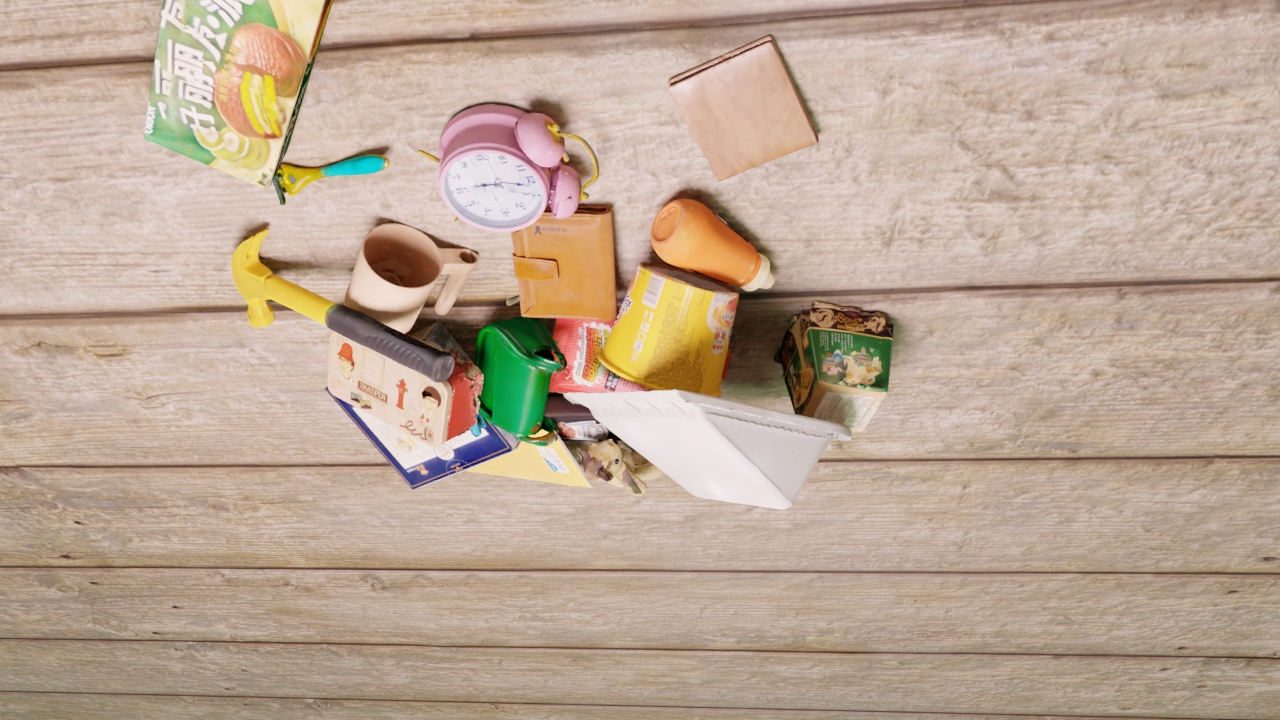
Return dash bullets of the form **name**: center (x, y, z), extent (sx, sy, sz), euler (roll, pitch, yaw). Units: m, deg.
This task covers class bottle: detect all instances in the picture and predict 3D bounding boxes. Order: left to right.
- **bottle**: center (-0.037, 0.077, 1.179), extent (0.195, 0.044, 0.080), euler (1, 149, 2)
- **bottle**: center (0.081, -0.109, 0.932), extent (0.149, 0.066, 0.067), euler (24, 137, -34)

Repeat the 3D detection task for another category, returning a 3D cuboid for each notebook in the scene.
- **notebook**: center (-0.179, 0.120, 1.227), extent (0.207, 0.010, 0.146), euler (3, 143, 27)

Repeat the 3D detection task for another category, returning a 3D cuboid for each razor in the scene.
- **razor**: center (-0.301, -0.184, 0.895), extent (0.133, 0.028, 0.043), euler (-7, 109, 17)

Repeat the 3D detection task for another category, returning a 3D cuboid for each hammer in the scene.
- **hammer**: center (-0.319, -0.046, 0.958), extent (0.301, 0.032, 0.129), euler (23, 134, 23)

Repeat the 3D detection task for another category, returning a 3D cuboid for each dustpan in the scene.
- **dustpan**: center (0.092, 0.059, 0.985), extent (0.257, 0.142, 0.223), euler (44, 156, -24)

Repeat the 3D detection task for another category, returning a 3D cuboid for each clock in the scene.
- **clock**: center (-0.116, -0.178, 0.861), extent (0.159, 0.059, 0.117), euler (-8, 140, 11)

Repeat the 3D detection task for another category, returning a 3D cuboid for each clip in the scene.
- **clip**: center (-0.199, 0.063, 1.079), extent (0.014, 0.047, 0.057), euler (-13, 113, 24)

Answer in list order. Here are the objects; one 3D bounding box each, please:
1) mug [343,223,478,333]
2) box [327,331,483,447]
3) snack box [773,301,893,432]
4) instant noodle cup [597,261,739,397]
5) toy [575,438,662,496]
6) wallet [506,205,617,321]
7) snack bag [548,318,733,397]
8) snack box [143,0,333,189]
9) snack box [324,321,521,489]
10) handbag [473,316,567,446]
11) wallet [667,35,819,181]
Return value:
- **mug**: center (-0.249, -0.082, 0.987), extent (0.124, 0.084, 0.104), euler (-4, 151, -34)
- **box**: center (-0.260, 0.018, 1.032), extent (0.168, 0.080, 0.091), euler (24, 118, 20)
- **snack box**: center (0.220, 0.015, 1.030), extent (0.118, 0.105, 0.118), euler (9, 141, -4)
- **instant noodle cup**: center (0.035, -0.036, 0.952), extent (0.138, 0.138, 0.110), euler (14, 103, -12)
- **toy**: center (-0.022, 0.133, 1.196), extent (0.066, 0.105, 0.157), euler (-58, 151, 11)
- **wallet**: center (-0.085, -0.102, 0.962), extent (0.119, 0.035, 0.131), euler (0, 128, 4)
- **snack bag**: center (-0.006, 0.006, 1.068), extent (0.208, 0.073, 0.129), euler (13, 126, -7)
- **snack box**: center (-0.338, -0.262, 0.775), extent (0.114, 0.063, 0.241), euler (23, 138, -20)
- **snack box**: center (-0.267, 0.061, 1.139), extent (0.178, 0.045, 0.182), euler (-22, 116, 28)
- **handbag**: center (-0.133, 0.022, 1.043), extent (0.067, 0.120, 0.132), euler (-19, 134, -43)
- **wallet**: center (0.092, -0.222, 0.822), extent (0.101, 0.020, 0.115), euler (-18, 133, 23)
